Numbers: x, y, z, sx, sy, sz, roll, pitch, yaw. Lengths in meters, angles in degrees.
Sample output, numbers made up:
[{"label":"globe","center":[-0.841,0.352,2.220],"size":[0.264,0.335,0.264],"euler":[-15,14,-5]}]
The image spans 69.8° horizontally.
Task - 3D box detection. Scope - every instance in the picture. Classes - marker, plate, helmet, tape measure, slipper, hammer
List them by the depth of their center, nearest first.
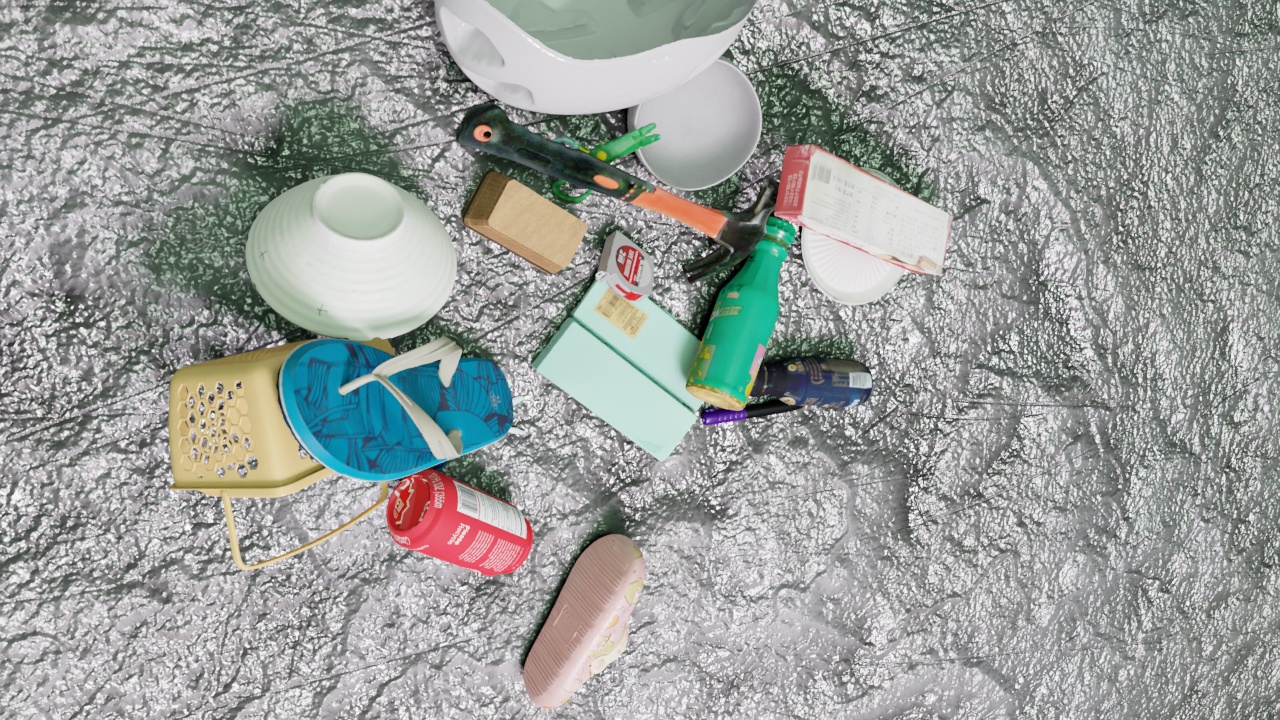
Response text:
[{"label":"slipper","center":[-0.182,0.038,0.790],"size":[0.294,0.060,0.118],"euler":[0,81,-65]},{"label":"helmet","center":[-0.039,-0.326,0.801],"size":[0.282,0.184,0.224],"euler":[-19,71,-4]},{"label":"hammer","center":[-0.017,-0.169,0.889],"size":[0.332,0.033,0.133],"euler":[18,124,-30]},{"label":"tape measure","center":[-0.015,-0.093,0.940],"size":[0.062,0.020,0.060],"euler":[34,47,-26]},{"label":"slipper","center":[-0.046,0.284,0.975],"size":[0.081,0.093,0.197],"euler":[34,86,-35]},{"label":"marker","center":[0.130,0.056,1.046],"size":[0.133,0.015,0.018],"euler":[-8,93,-22]},{"label":"plate","center":[0.250,-0.143,1.062],"size":[0.156,0.014,0.157],"euler":[-4,101,-23]}]

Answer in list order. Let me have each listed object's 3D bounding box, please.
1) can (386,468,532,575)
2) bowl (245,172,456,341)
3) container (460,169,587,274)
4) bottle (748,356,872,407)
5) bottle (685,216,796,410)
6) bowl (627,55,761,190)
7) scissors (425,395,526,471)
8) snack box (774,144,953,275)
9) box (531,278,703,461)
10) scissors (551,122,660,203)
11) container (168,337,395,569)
[{"label":"can","center":[-0.172,0.158,0.882],"size":[0.142,0.074,0.074],"euler":[37,83,-48]},{"label":"bowl","center":[-0.240,-0.109,0.778],"size":[0.177,0.071,0.177],"euler":[10,56,-15]},{"label":"container","center":[-0.107,-0.132,0.887],"size":[0.114,0.061,0.063],"euler":[29,87,-24]},{"label":"bottle","center":[0.186,0.023,1.041],"size":[0.160,0.056,0.056],"euler":[3,98,-23]},{"label":"bottle","center":[0.114,-0.053,0.985],"size":[0.068,0.068,0.209],"euler":[26,79,-25]},{"label":"bowl","center":[0.050,-0.245,0.924],"size":[0.131,0.064,0.132],"euler":[-7,122,-11]},{"label":"scissors","center":[-0.174,0.074,0.924],"size":[0.133,0.015,0.104],"euler":[12,91,-28]},{"label":"snack box","center":[0.246,-0.157,0.988],"size":[0.272,0.044,0.076],"euler":[11,89,-42]},{"label":"box","center":[-0.006,0.006,0.976],"size":[0.186,0.033,0.136],"euler":[37,89,-25]},{"label":"scissors","center":[-0.041,-0.206,0.894],"size":[0.131,0.014,0.070],"euler":[-27,108,21]},{"label":"container","center":[-0.286,0.072,0.772],"size":[0.129,0.183,0.167],"euler":[-4,99,23]}]
